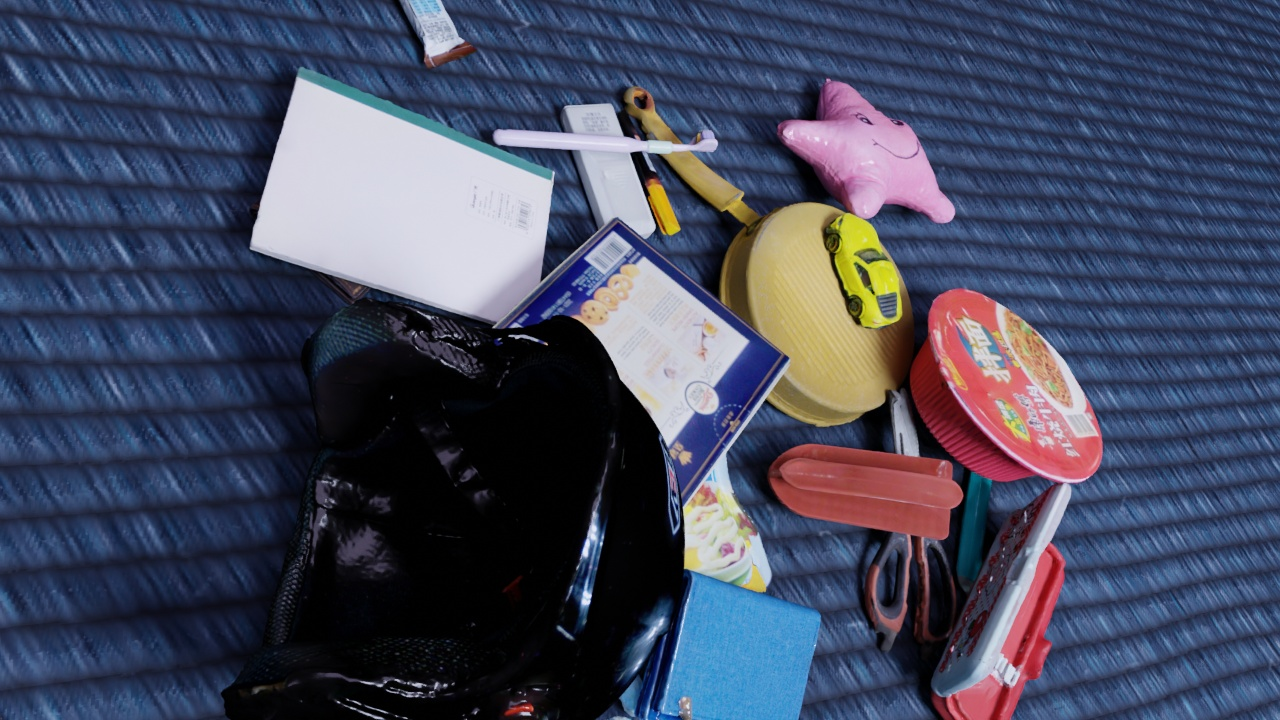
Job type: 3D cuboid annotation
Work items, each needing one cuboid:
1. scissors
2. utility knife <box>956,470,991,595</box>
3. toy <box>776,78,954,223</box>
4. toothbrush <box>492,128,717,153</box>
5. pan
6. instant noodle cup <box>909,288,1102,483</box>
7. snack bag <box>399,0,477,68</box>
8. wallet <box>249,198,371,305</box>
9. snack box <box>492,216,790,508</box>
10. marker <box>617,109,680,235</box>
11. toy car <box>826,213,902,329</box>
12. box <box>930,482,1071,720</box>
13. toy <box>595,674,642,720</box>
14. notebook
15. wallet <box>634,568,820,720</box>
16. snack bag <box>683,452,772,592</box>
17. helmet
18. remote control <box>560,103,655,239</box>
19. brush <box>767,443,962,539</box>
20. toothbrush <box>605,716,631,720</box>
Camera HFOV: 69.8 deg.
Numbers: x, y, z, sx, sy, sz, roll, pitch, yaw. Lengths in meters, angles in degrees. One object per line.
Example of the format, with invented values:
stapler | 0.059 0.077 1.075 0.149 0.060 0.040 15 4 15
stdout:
scissors | 0.216 0.133 0.768 0.191 0.015 0.207 -40 97 -23
utility knife | 0.307 0.130 0.837 0.029 0.013 0.179 29 61 -18
toy | 0.208 -0.204 0.880 0.194 0.075 0.178 -4 59 -37
toothbrush | -0.028 -0.182 0.758 0.189 0.029 0.021 -3 107 -18
pan | 0.105 -0.104 0.810 0.197 0.078 0.357 -38 96 -35
instant noodle cup | 0.304 0.033 0.793 0.193 0.066 0.193 20 46 -22
snack bag | -0.177 -0.286 0.748 0.048 0.026 0.104 -30 86 -26
wallet | -0.206 -0.113 0.671 0.096 0.020 0.122 44 56 -11
snack box | -0.004 0.004 0.681 0.182 0.046 0.177 40 53 3
marker | 0.005 -0.162 0.787 0.018 0.015 0.123 8 57 -62
toy car | 0.196 -0.079 0.791 0.048 0.032 0.105 -14 81 -34
box | 0.301 0.206 0.760 0.200 0.074 0.155 -49 137 -31
toy | -0.039 0.269 0.587 0.161 0.050 0.156 -30 81 -42
notebook | -0.164 -0.115 0.679 0.209 0.012 0.150 18 64 -28
wallet | 0.065 0.213 0.646 0.133 0.040 0.106 24 77 -31
snack bag | 0.028 0.094 0.698 0.110 0.039 0.191 -12 75 -18
helmet | -0.086 0.101 0.505 0.230 0.275 0.233 38 36 -41
remote control | -0.027 -0.159 0.776 0.049 0.024 0.125 -13 76 -31
brush | 0.173 0.099 0.724 0.146 0.069 0.063 9 75 1
toothbrush | 0.064 0.283 0.628 0.224 0.027 0.026 30 36 -23
